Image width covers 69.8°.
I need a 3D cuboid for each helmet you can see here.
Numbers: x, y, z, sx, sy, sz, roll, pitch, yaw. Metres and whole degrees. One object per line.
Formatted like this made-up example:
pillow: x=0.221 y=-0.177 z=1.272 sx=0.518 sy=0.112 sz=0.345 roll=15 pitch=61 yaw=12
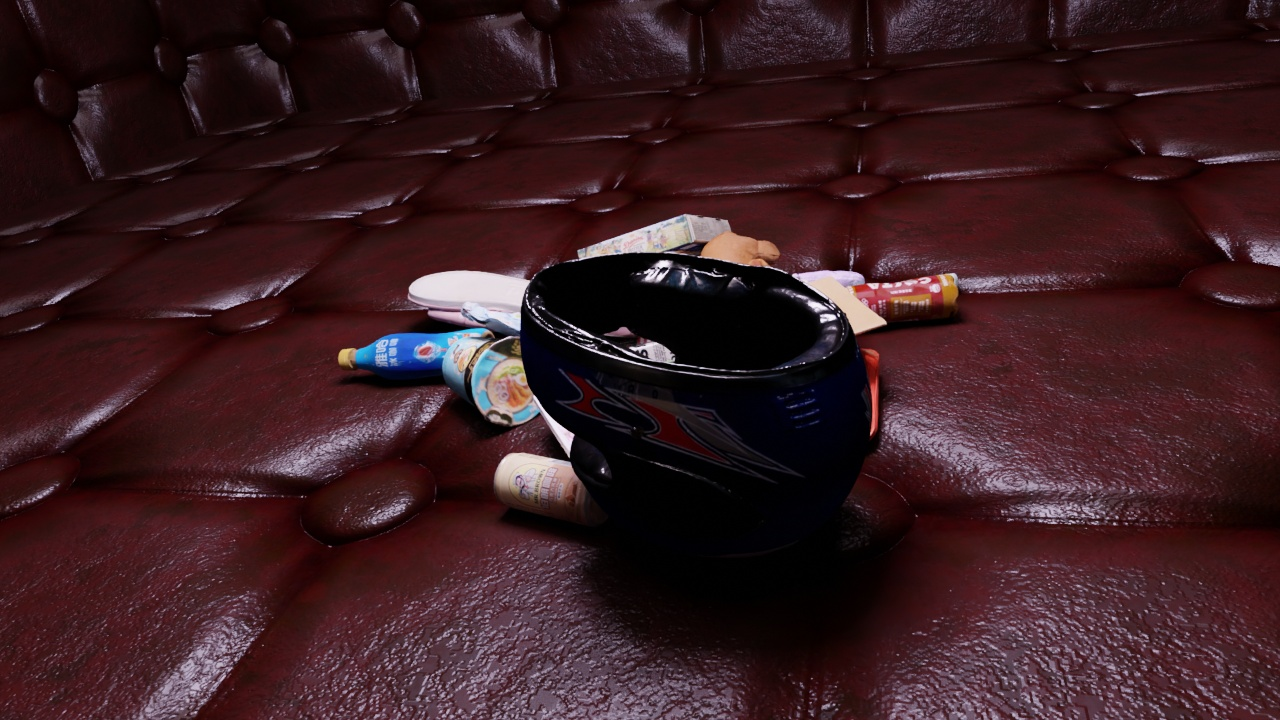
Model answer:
helmet: x=0.045 y=0.051 z=0.832 sx=0.316 sy=0.241 sz=0.246 roll=11 pitch=34 yaw=13

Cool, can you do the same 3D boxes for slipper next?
slipper: x=-0.213 y=-0.082 z=1.379 sx=0.274 sy=0.054 sz=0.114 roll=7 pitch=32 yaw=4

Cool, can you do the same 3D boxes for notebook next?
notebook: x=0.156 y=-0.039 z=1.063 sx=0.207 sy=0.008 sz=0.147 roll=-18 pitch=29 yaw=-6

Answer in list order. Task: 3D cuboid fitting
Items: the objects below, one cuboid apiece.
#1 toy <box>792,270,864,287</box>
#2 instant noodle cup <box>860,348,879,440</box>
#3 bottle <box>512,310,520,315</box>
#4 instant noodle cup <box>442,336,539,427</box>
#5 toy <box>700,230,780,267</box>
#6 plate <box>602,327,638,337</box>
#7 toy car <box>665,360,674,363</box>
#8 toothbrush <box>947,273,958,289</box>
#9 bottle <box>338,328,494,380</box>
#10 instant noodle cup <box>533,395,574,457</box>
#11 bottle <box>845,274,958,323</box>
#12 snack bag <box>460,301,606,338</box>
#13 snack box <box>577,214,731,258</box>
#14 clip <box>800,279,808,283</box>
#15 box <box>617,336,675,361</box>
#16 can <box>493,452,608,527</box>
toy: x=0.260 y=-0.104 z=1.287 sx=0.108 sy=0.039 sz=0.084 roll=-4 pitch=-14 yaw=-1
instant noodle cup: x=0.182 y=0.023 z=1.034 sx=0.165 sy=0.079 sz=0.188 roll=-5 pitch=32 yaw=18
bottle: x=-0.094 y=-0.072 z=1.306 sx=0.194 sy=0.080 sz=0.044 roll=-16 pitch=-15 yaw=-12
instant noodle cup: x=-0.188 y=0.017 z=1.141 sx=0.111 sy=0.111 sz=0.121 roll=-27 pitch=25 yaw=-31
toy: x=0.119 y=-0.086 z=1.242 sx=0.130 sy=0.140 sz=0.199 roll=37 pitch=36 yaw=-3
plate: x=-0.043 y=-0.060 z=1.202 sx=0.192 sy=0.039 sz=0.192 roll=9 pitch=10 yaw=-2
toy car: x=0.014 y=0.031 z=0.989 sx=0.091 sy=0.036 sz=0.043 roll=-31 pitch=36 yaw=-31
toothbrush: x=0.326 y=-0.089 z=1.262 sx=0.224 sy=0.027 sz=0.026 roll=-10 pitch=56 yaw=-2
bottle: x=-0.307 y=-0.006 z=1.254 sx=0.219 sy=0.065 sz=0.065 roll=-3 pitch=28 yaw=13
instant noodle cup: x=-0.032 y=0.072 z=1.025 sx=0.138 sy=0.060 sz=0.173 roll=-17 pitch=30 yaw=-16
bottle: x=0.321 y=-0.075 z=1.201 sx=0.175 sy=0.057 sz=0.057 roll=-7 pitch=27 yaw=5
snack bag: x=-0.137 y=-0.039 z=1.187 sx=0.190 sy=0.039 sz=0.110 roll=13 pitch=14 yaw=-37
snack box: x=0.025 y=-0.168 z=1.367 sx=0.183 sy=0.046 sz=0.177 roll=-14 pitch=0 yaw=24
clip: x=0.216 y=-0.074 z=1.207 sx=0.035 sy=0.082 sz=0.104 roll=-4 pitch=56 yaw=9
box: x=-0.008 y=0.004 z=1.158 sx=0.163 sy=0.076 sz=0.087 roll=-14 pitch=8 yaw=-3
can: x=-0.087 y=0.130 z=0.931 sx=0.116 sy=0.058 sz=0.058 roll=7 pitch=31 yaw=29
